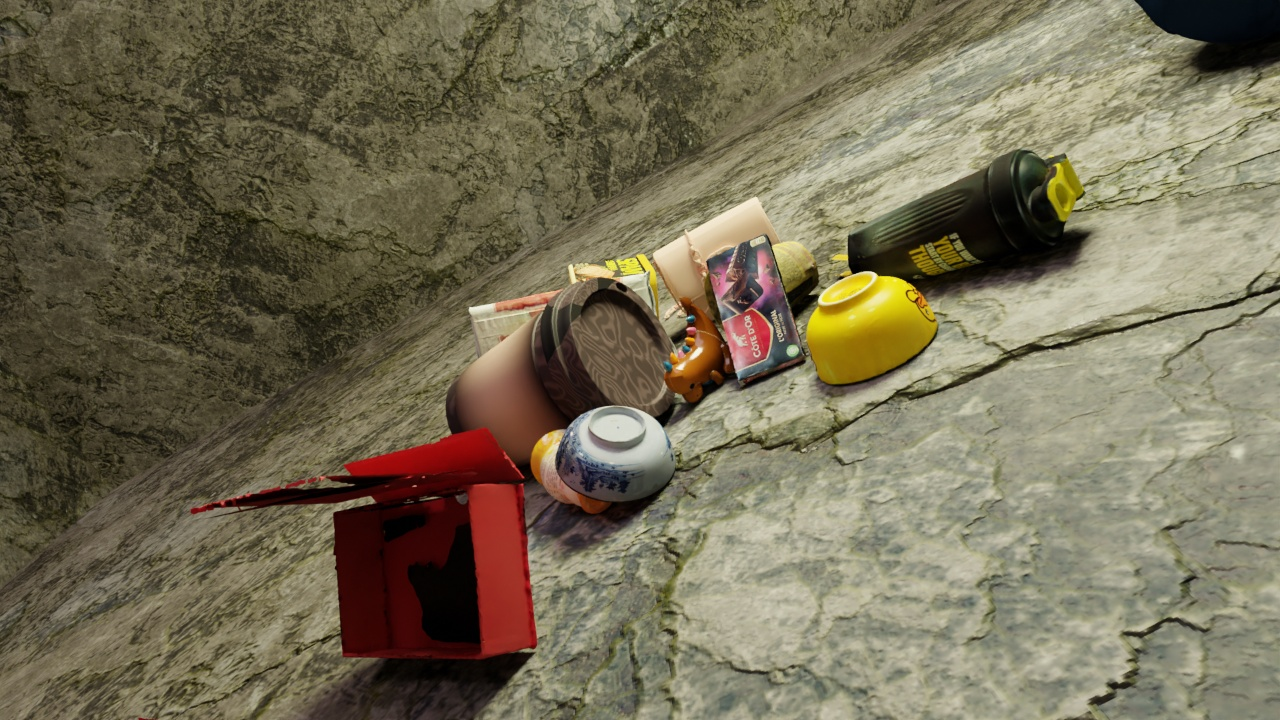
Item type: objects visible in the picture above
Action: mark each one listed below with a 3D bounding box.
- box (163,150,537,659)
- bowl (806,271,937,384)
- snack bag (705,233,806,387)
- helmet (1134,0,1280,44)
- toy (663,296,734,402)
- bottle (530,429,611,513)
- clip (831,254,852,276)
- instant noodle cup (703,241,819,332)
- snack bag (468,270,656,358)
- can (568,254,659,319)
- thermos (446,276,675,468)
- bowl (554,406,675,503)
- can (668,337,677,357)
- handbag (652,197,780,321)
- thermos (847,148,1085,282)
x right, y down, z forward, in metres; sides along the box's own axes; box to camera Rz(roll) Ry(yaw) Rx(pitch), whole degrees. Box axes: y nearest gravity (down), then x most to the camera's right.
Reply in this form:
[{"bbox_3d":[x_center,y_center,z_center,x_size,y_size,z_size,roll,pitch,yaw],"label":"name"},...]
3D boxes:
[{"bbox_3d":[-0.224,0.054,0.738,0.212,0.410,0.107,-15,11,41],"label":"box"},{"bbox_3d":[0.202,-0.038,0.835,0.117,0.067,0.117,-28,17,9],"label":"bowl"},{"bbox_3d":[0.119,-0.055,0.956,0.075,0.018,0.155,-24,62,21],"label":"snack bag"},{"bbox_3d":[0.658,-0.460,0.976,0.232,0.223,0.272,-46,-13,-2],"label":"helmet"},{"bbox_3d":[0.051,-0.012,0.973,0.071,0.103,0.090,-13,17,44],"label":"toy"},{"bbox_3d":[-0.063,0.109,0.884,0.063,0.063,0.109,-35,28,-13],"label":"bottle"},{"bbox_3d":[0.249,-0.116,1.056,0.048,0.045,0.054,-58,18,-3],"label":"clip"},{"bbox_3d":[0.144,-0.087,1.051,0.108,0.102,0.102,-31,14,-32],"label":"instant noodle cup"},{"bbox_3d":[-0.091,-0.049,1.113,0.225,0.077,0.041,-11,5,0],"label":"snack bag"},{"bbox_3d":[-0.037,-0.088,1.200,0.104,0.075,0.135,-6,18,-5],"label":"can"},{"bbox_3d":[-0.096,0.028,1.019,0.227,0.173,0.172,-27,15,35],"label":"thermos"},{"bbox_3d":[-0.023,0.075,0.840,0.114,0.045,0.114,2,34,-1],"label":"bowl"},{"bbox_3d":[-0.007,0.006,1.102,0.097,0.054,0.053,-23,18,25],"label":"can"},{"bbox_3d":[0.096,-0.140,1.238,0.199,0.116,0.187,-28,16,9],"label":"handbag"},{"bbox_3d":[0.308,-0.131,0.887,0.221,0.098,0.097,-19,19,49],"label":"thermos"}]
